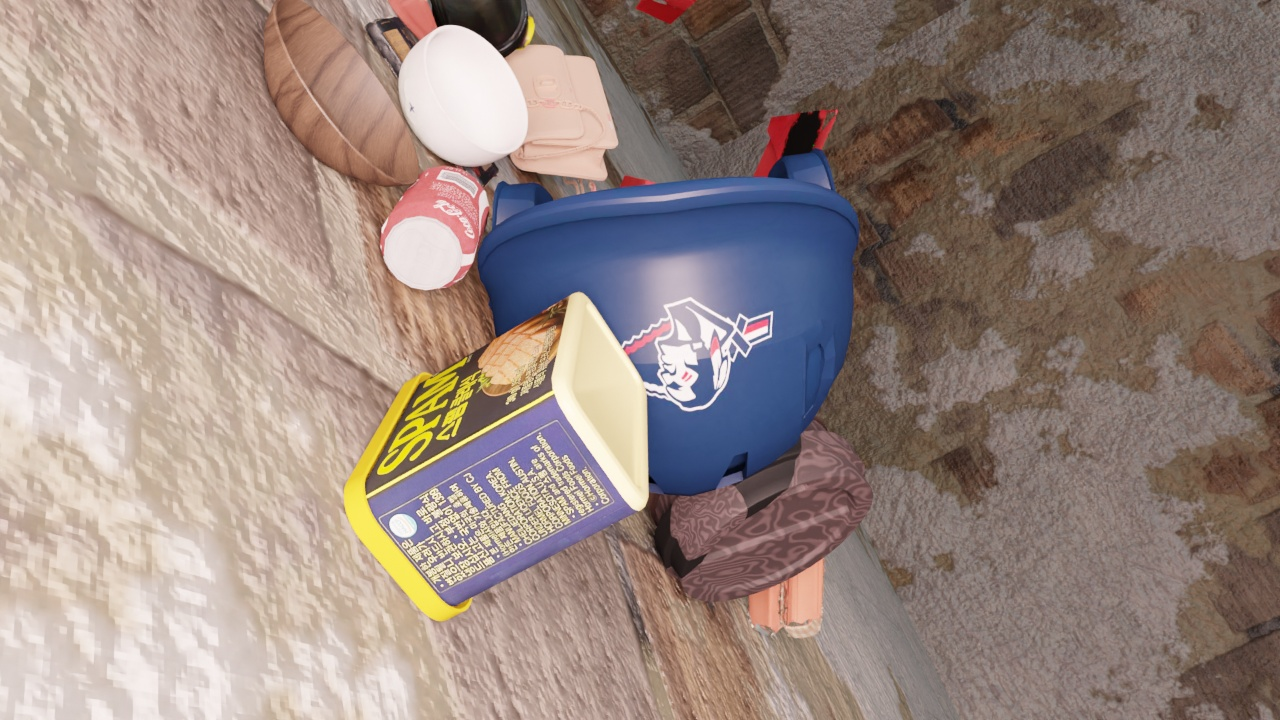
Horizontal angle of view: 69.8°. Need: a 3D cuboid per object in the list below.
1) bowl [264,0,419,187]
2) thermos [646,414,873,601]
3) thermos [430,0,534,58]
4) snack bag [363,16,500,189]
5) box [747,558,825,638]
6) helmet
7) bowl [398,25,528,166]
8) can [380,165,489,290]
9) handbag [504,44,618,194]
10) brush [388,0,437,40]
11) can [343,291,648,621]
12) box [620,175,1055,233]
[{"bbox_3d":[-0.177,-0.145,0.524,0.119,0.032,0.119,57,12,-20],"label":"bowl"},{"bbox_3d":[0.060,0.057,0.758,0.172,0.173,0.226,45,13,-53],"label":"thermos"},{"bbox_3d":[-0.157,-0.349,0.856,0.098,0.098,0.221,61,-2,-1],"label":"thermos"},{"bbox_3d":[-0.168,-0.213,0.759,0.155,0.018,0.074,57,13,-17],"label":"snack bag"},{"bbox_3d":[0.134,0.164,0.842,0.054,0.079,0.187,-18,111,-58],"label":"box"},{"bbox_3d":[0.019,-0.032,0.564,0.272,0.232,0.222,79,6,-69],"label":"helmet"},{"bbox_3d":[-0.142,-0.198,0.707,0.104,0.054,0.104,28,53,-46],"label":"bowl"},{"bbox_3d":[-0.122,-0.080,0.551,0.054,0.054,0.096,56,13,-23],"label":"can"},{"bbox_3d":[-0.108,-0.224,1.019,0.188,0.116,0.198,113,-31,-50],"label":"handbag"},{"bbox_3d":[-0.175,-0.265,0.829,0.172,0.041,0.030,59,-6,1],"label":"brush"},{"bbox_3d":[-0.057,0.036,0.421,0.075,0.104,0.135,57,12,-19],"label":"can"},{"bbox_3d":[0.172,-0.141,0.936,0.211,0.409,0.107,-114,-158,-76],"label":"box"}]
